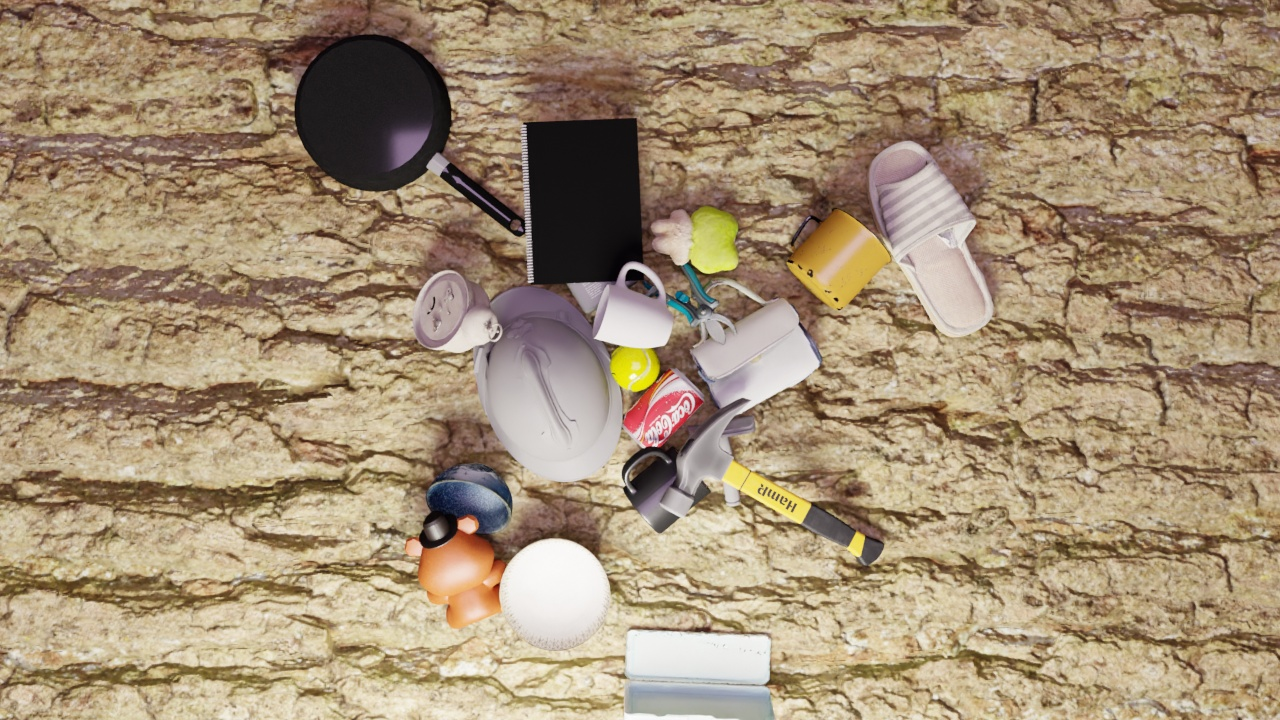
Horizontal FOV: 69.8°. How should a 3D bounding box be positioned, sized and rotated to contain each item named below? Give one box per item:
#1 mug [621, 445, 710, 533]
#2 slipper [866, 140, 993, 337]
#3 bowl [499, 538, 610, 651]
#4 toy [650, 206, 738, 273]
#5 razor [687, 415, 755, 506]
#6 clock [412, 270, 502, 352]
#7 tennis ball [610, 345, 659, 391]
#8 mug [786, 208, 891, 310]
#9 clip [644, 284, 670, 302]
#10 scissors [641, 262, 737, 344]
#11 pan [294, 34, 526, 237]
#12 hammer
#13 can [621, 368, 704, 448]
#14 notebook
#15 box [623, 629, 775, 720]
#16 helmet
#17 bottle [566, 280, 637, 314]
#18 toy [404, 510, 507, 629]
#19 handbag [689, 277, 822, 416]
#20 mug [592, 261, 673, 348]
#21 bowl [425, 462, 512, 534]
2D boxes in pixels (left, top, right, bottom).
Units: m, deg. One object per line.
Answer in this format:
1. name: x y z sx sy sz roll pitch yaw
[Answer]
1. mug: 0.024 0.158 1.193 0.088 0.078 0.113 -40 122 0
2. slipper: 0.386 -0.159 1.213 0.114 0.054 0.272 -23 92 5
3. bowl: -0.110 0.302 1.211 0.145 0.063 0.145 0 92 -2
4. toy: 0.071 -0.160 1.210 0.118 0.043 0.092 2 80 -5
5. razor: 0.116 0.137 1.224 0.088 0.047 0.116 -10 99 0
6. clock: -0.225 -0.053 1.178 0.157 0.061 0.103 22 91 39
7. tennis ball: -0.007 0.007 1.205 0.065 0.065 0.065 0 91 -1
8. mug: 0.246 -0.135 1.193 0.094 0.100 0.124 -47 63 2
9. clip: 0.004 -0.067 1.211 0.076 0.023 0.042 -40 71 25
10. scissors: 0.064 -0.084 1.207 0.156 0.019 0.124 6 75 17
11. pan: -0.294 -0.281 1.209 0.355 0.044 0.204 38 91 0
12. hammer: 0.190 0.179 1.187 0.324 0.034 0.169 31 85 -18
13. can: 0.029 0.065 1.207 0.064 0.064 0.105 45 91 -1
14. notebook: -0.075 -0.204 1.178 0.149 0.016 0.206 -3 91 -1
15. box: 0.077 0.423 1.214 0.197 0.074 0.126 2 72 -2
16. helmet: -0.125 0.030 1.178 0.183 0.117 0.271 -23 89 0
17. bottle: -0.084 -0.155 1.210 0.084 0.046 0.174 -33 91 0
18. toy: -0.234 0.273 1.193 0.112 0.096 0.176 -20 123 0
19. handbag: 0.134 -0.031 1.203 0.151 0.074 0.176 -29 82 1
20. mug: -0.003 -0.068 1.163 0.089 0.071 0.107 15 92 -12
21. bowl: -0.217 0.171 1.203 0.114 0.060 0.115 8 135 8
